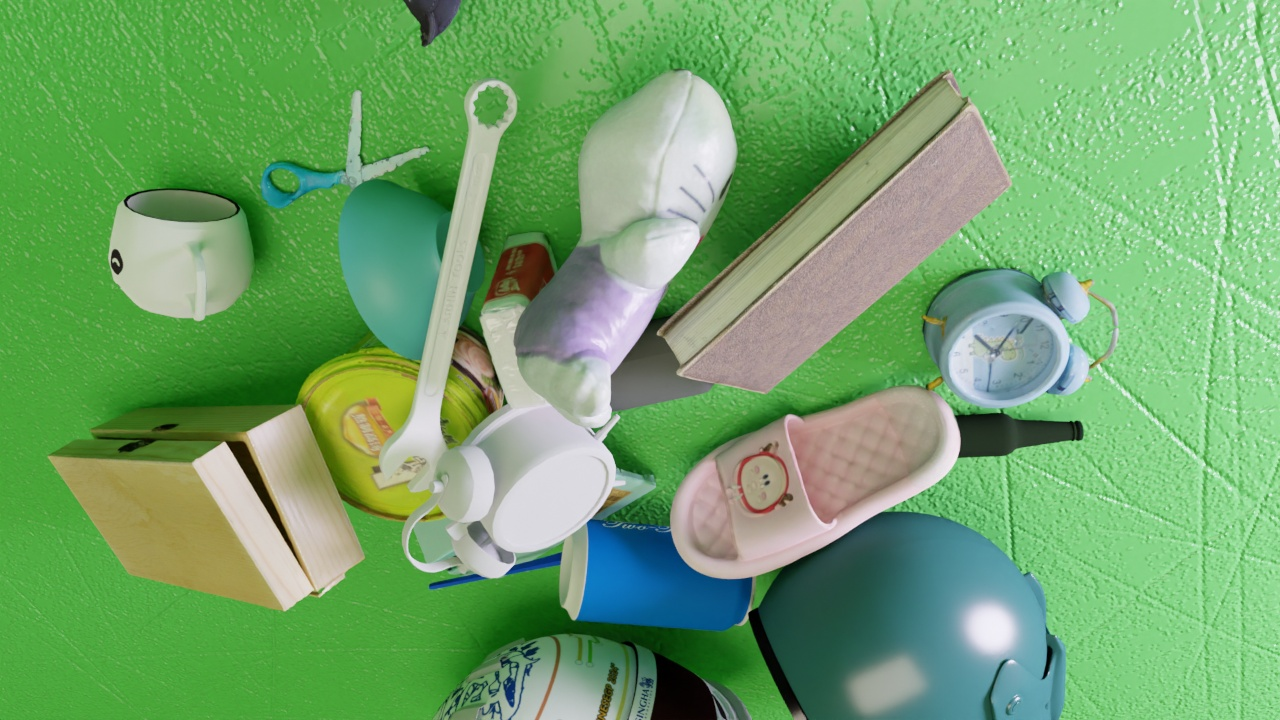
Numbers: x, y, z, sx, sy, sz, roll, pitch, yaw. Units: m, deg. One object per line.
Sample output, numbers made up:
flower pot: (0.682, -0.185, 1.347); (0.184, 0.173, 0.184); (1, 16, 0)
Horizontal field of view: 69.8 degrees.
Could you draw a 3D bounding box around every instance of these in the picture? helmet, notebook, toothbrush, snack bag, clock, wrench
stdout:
helmet: (-0.062, 0.350, 0.777); (0.236, 0.230, 0.315); (43, 122, -15)
notebook: (0.128, -0.057, 0.568); (0.216, 0.190, 0.034); (-42, 66, 17)
toothbrush: (-0.085, 0.170, 0.773); (0.186, 0.016, 0.011); (-9, 113, -5)
snack bag: (-0.075, -0.029, 0.615); (0.036, 0.115, 0.077); (-10, 121, 7)
helmet: (0.220, 0.230, 0.703); (0.200, 0.176, 0.275); (-30, 123, 5)
clock: (0.254, -0.015, 0.619); (0.124, 0.051, 0.089); (-6, 119, 11)
wrench: (-0.118, -0.036, 0.566); (0.047, 0.009, 0.274); (2, 116, -34)
clock: (-0.088, 0.086, 0.619); (0.159, 0.061, 0.120); (-27, 142, -20)

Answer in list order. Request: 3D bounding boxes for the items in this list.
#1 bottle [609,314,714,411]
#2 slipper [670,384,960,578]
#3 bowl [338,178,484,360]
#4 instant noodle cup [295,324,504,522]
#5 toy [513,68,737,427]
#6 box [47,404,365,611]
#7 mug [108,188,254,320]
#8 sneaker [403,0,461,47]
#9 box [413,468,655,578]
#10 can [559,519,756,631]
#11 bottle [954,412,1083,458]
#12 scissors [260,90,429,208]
bottle: (-0.004, 0.004, 0.658); (0.108, 0.060, 0.060); (-12, 119, 14)
slipper: (0.120, 0.081, 0.665); (0.222, 0.106, 0.055); (-26, 144, 15)
bowl: (-0.135, -0.064, 0.593); (0.046, 0.120, 0.121); (-13, 119, 22)
instant noodle cup: (-0.168, 0.037, 0.678); (0.146, 0.097, 0.146); (3, 121, 5)
toy: (-0.009, -0.066, 0.535); (0.085, 0.138, 0.209); (23, 83, 3)
box: (-0.330, 0.106, 0.681); (0.250, 0.091, 0.128); (-2, 109, 39)
mug: (-0.307, -0.064, 0.622); (0.090, 0.124, 0.076); (-4, 119, -33)
sneaker: (-0.148, -0.251, 0.503); (0.252, 0.097, 0.151); (4, 124, -1)
box: (-0.093, 0.108, 0.753); (0.188, 0.078, 0.112); (-35, 140, 26)
can: (0.012, 0.172, 0.736); (0.146, 0.078, 0.079); (8, 123, -11)
bottle: (0.258, 0.054, 0.672); (0.123, 0.033, 0.033); (-4, 121, 9)
scissors: (-0.197, -0.117, 0.638); (0.127, 0.014, 0.127); (-20, 113, 14)
